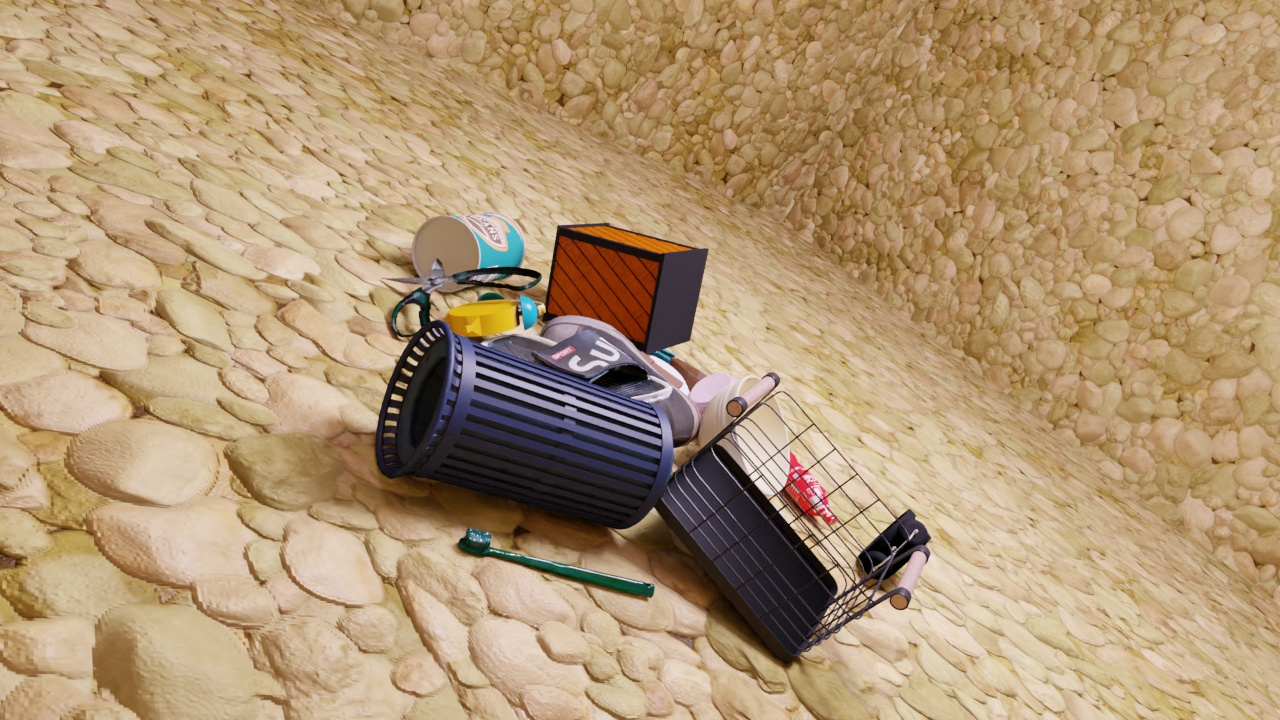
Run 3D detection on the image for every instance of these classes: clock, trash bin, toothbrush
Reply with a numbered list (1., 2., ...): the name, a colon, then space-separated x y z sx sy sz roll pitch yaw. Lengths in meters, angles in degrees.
1. clock: -0.181 -0.056 1.127 0.099 0.044 0.129 9 22 41
2. clock: 0.315 0.230 1.134 0.042 0.091 0.120 47 9 15
3. trash bin: -0.021 -0.108 1.318 0.172 0.140 0.139 18 17 25
4. toothbrush: -0.068 0.177 0.794 0.189 0.017 0.016 21 21 -26
5. trash bin: -0.097 0.069 0.843 0.249 0.139 0.139 21 21 -32

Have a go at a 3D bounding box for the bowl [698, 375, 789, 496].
1. bowl: 0.122 0.099 1.151 0.150 0.075 0.150 28 56 -51

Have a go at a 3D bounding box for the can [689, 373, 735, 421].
1. can: 0.109 0.065 1.234 0.076 0.067 0.067 60 4 -29

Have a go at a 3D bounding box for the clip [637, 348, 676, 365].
1. clip: -0.005 -0.031 1.425 0.130 0.030 0.120 24 15 -20

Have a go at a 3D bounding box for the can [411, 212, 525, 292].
1. can: -0.233 -0.151 1.260 0.099 0.099 0.143 34 19 9

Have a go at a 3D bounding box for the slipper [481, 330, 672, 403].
1. slipper: -0.082 -0.003 1.023 0.111 0.063 0.264 -18 24 -41

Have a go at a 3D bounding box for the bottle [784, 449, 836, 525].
1. bottle: 0.214 0.167 1.216 0.042 0.042 0.141 16 24 -38

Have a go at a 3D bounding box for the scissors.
1. scissors: -0.218 -0.084 1.113 0.205 0.015 0.201 -4 33 -5

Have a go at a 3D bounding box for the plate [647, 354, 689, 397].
1. plate: 0.013 0.031 1.240 0.174 0.036 0.173 24 25 -12

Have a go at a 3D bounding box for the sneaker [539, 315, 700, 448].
1. sneaker: -0.045 0.030 1.105 0.235 0.095 0.119 43 21 14

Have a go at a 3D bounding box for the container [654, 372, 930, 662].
1. container: 0.147 0.152 0.903 0.241 0.131 0.162 50 30 8

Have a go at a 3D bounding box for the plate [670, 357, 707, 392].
1. plate: 0.094 0.041 1.354 0.131 0.025 0.131 33 6 -4

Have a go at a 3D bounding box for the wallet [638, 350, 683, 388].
1. wallet: -0.007 0.007 1.198 0.121 0.013 0.087 36 25 13

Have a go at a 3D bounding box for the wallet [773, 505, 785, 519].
1. wallet: 0.113 0.177 1.042 0.115 0.037 0.118 28 15 -9
